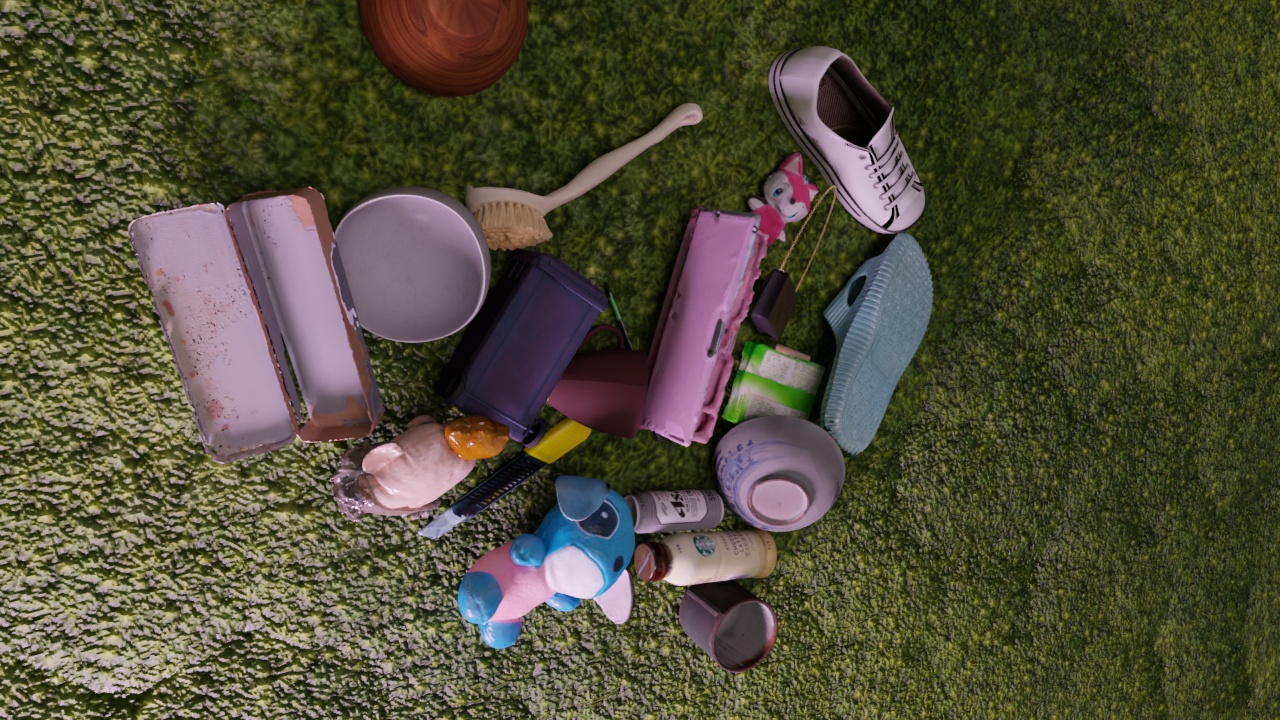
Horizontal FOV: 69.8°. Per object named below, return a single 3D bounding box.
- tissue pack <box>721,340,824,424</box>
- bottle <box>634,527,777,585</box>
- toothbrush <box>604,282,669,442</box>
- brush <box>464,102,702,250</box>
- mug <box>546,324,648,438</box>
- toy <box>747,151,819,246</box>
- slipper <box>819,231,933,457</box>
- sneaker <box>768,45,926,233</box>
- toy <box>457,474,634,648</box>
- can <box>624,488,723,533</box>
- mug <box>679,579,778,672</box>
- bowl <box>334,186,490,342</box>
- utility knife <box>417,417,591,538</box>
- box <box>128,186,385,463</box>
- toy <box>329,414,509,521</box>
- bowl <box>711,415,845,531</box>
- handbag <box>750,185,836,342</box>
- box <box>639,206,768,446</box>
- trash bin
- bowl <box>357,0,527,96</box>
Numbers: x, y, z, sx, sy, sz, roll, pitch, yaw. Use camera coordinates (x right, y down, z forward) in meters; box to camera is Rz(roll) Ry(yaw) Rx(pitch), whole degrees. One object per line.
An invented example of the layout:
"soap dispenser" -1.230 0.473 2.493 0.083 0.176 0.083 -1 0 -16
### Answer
"tissue pack" 0.150 0.034 1.021 0.114 0.034 0.099 19 91 -30
"bottle" 0.071 0.214 1.000 0.161 0.056 0.056 3 99 -32
"toothbrush" -0.006 0.006 0.947 0.017 0.014 0.188 -26 112 -12
"brush" -0.046 -0.179 0.866 0.271 0.062 0.077 -32 98 -22
"mug" -0.045 0.015 0.902 0.088 0.087 0.113 8 66 -11
"toy" 0.154 -0.165 0.974 0.102 0.050 0.065 -50 122 -4
"slipper" 0.258 -0.018 1.046 0.116 0.070 0.275 38 69 -32
"sneaker" 0.243 -0.234 0.974 0.091 0.097 0.245 -48 117 -11
"toy" -0.085 0.209 0.908 0.191 0.099 0.224 -32 141 -16
"can" 0.035 0.161 0.984 0.106 0.044 0.044 2 100 -27
"mug" 0.086 0.280 1.015 0.111 0.081 0.085 44 80 -27
"bowl" -0.194 -0.086 0.791 0.132 0.064 0.132 -1 112 -2
"utility knife" -0.132 0.115 0.903 0.197 0.020 0.029 -35 113 -18
"box" -0.310 -0.026 0.754 0.157 0.063 0.217 -15 113 -12
"toy" -0.193 0.086 0.801 0.176 0.132 0.076 -26 72 16
"bowl" 0.147 0.135 0.984 0.151 0.056 0.151 4 123 6
"handbag" 0.170 -0.111 0.990 0.178 0.027 0.084 -63 156 -9
"box" 0.077 -0.028 0.909 0.099 0.115 0.232 17 91 -28
"trash bin" -0.109 -0.017 0.844 0.093 0.092 0.160 34 84 -29
"bowl" -0.156 -0.300 0.772 0.147 0.069 0.147 -6 104 -26
